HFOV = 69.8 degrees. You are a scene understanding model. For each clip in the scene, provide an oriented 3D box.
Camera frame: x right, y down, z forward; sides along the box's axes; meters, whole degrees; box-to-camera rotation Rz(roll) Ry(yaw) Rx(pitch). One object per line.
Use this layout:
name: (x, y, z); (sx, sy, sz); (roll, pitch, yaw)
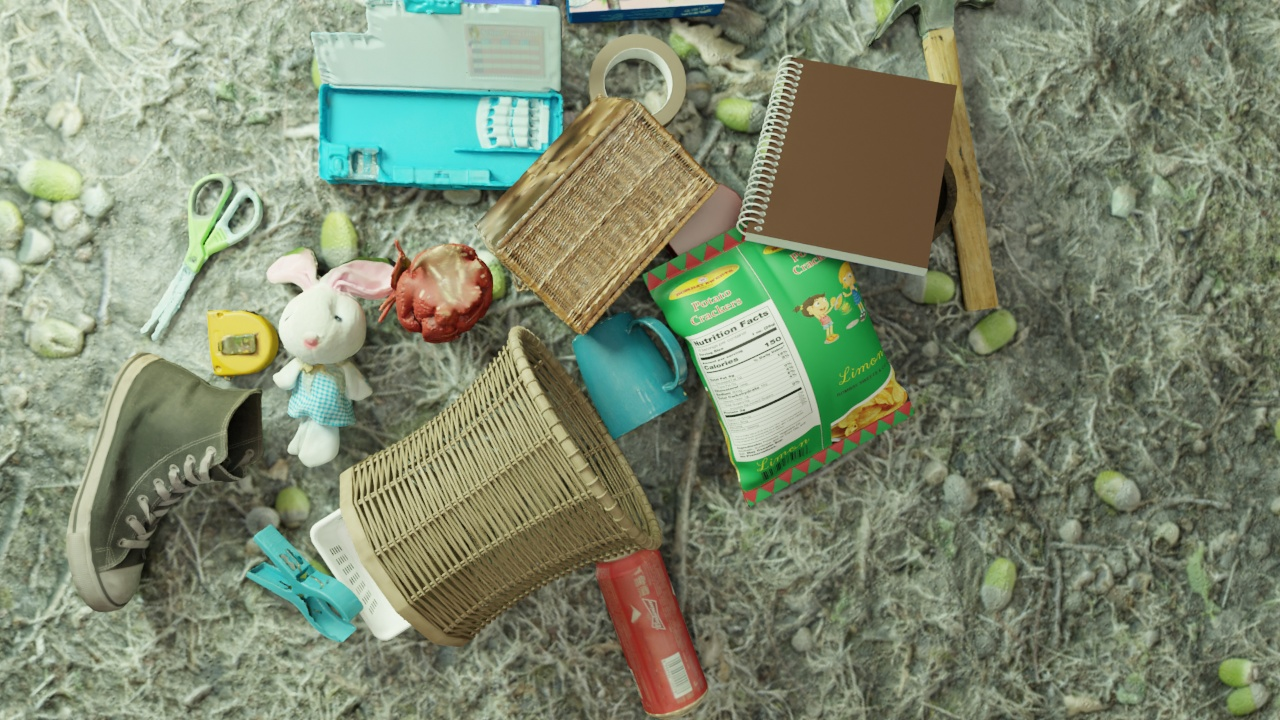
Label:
clip: (-0.306, 0.199, 0.844); (0.127, 0.028, 0.114); (41, 129, 6)

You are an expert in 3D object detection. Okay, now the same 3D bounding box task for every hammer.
hammer: (0.316, -0.214, 0.924); (0.132, 0.033, 0.330); (-11, 93, -6)

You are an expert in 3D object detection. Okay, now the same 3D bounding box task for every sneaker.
sneaker: (-0.427, 0.120, 0.834); (0.120, 0.095, 0.234); (14, 81, 4)

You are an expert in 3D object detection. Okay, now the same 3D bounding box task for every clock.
clock: (0.070, -0.123, 0.897); (0.124, 0.044, 0.087); (42, 88, -5)

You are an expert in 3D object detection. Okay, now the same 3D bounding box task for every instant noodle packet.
instant noodle packet: (0.139, -0.012, 0.879); (0.195, 0.090, 0.253); (-28, 105, -9)

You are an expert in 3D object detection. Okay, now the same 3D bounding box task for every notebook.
notebook: (0.194, -0.187, 0.856); (0.172, 0.022, 0.208); (13, 66, 9)

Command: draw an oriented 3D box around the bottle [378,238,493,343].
bottle: (-0.186, -0.064, 0.839); (0.099, 0.111, 0.099); (0, 89, -12)

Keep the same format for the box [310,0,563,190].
box: (-0.186, -0.247, 0.858); (0.227, 0.074, 0.181); (1, 116, -5)

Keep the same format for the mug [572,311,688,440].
mug: (-0.005, 0.005, 0.866); (0.084, 0.112, 0.104); (-26, 85, -46)

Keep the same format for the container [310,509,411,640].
container: (-0.244, 0.190, 0.875); (0.080, 0.049, 0.129); (-32, 94, -4)

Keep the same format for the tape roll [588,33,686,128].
tape roll: (-0.004, -0.266, 0.894); (0.093, 0.030, 0.093); (0, 92, -5)

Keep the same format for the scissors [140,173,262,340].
scissors: (-0.428, -0.096, 0.871); (0.072, 0.033, 0.175); (32, 85, -9)

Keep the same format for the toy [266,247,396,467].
toy: (-0.298, -0.004, 0.840); (0.131, 0.105, 0.205); (9, 89, -2)

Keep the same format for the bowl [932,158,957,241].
bowl: (0.244, -0.156, 0.903); (0.121, 0.056, 0.121); (-1, 85, 10)

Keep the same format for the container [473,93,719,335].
container: (-0.044, -0.137, 0.833); (0.198, 0.114, 0.112); (-47, 117, 0)

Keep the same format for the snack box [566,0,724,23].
snack box: (0.002, -0.379, 0.890); (0.154, 0.033, 0.088); (-6, 93, -5)

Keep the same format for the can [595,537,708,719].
can: (0.010, 0.258, 0.891); (0.067, 0.067, 0.170); (-20, 93, -4)

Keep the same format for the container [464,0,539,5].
container: (-0.151, -0.341, 0.865); (0.114, 0.058, 0.096); (5, 91, -5)

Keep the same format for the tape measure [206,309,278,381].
tape measure: (-0.376, -0.015, 0.868); (0.059, 0.030, 0.068); (-4, 92, -3)

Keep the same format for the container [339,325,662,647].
container: (-0.123, 0.118, 0.807); (0.196, 0.227, 0.227); (-33, 94, 3)
